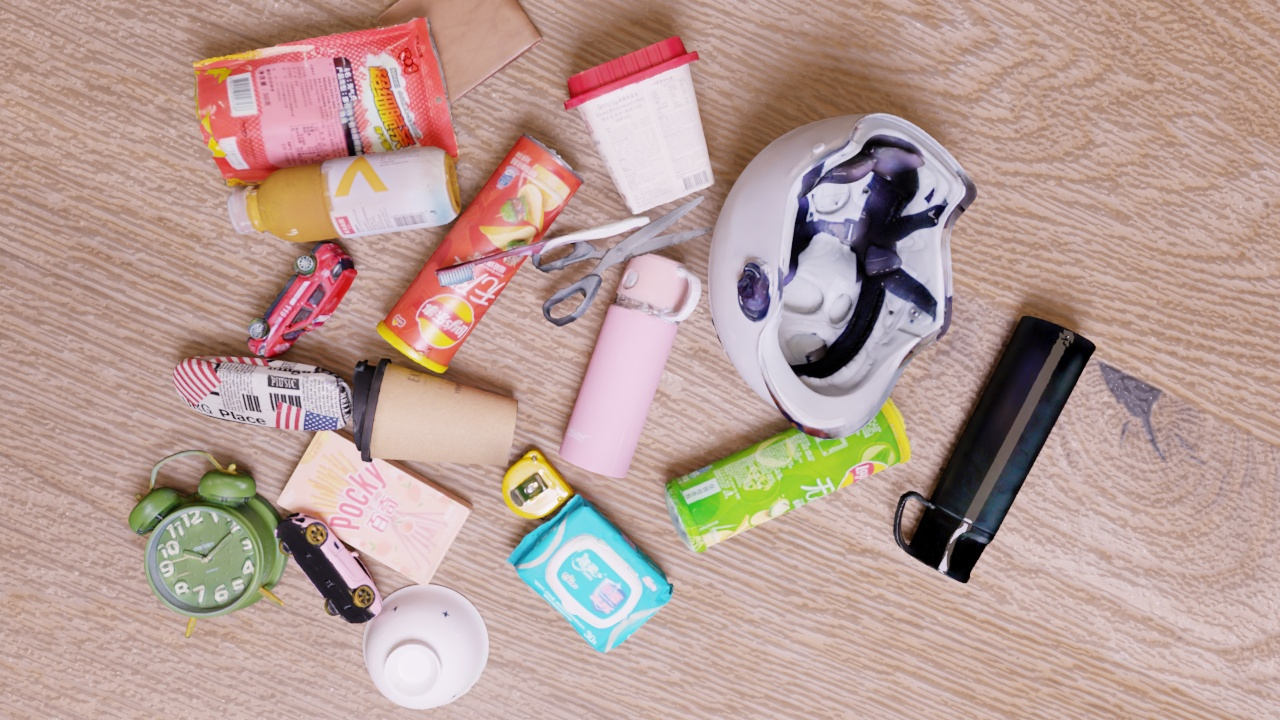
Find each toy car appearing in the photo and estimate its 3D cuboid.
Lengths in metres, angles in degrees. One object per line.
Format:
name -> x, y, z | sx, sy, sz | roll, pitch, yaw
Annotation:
toy car -> -0.280, 0.187, 0.832 | 0.056, 0.037, 0.122 | -24, 105, 34
toy car -> -0.300, -0.050, 0.816 | 0.045, 0.053, 0.120 | 40, 94, 1

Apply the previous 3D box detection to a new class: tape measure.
tape measure -> -0.099, 0.117, 0.844 | 0.057, 0.029, 0.060 | -39, 94, 2

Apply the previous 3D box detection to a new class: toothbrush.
toothbrush -> -0.080, -0.093, 0.774 | 0.187, 0.016, 0.017 | -16, 109, -7

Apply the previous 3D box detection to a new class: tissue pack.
tissue pack -> -0.046, 0.194, 0.840 | 0.133, 0.050, 0.093 | 44, 92, -3

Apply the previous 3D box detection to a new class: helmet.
helmet -> 0.144, -0.079, 0.767 | 0.228, 0.146, 0.259 | -1, 108, -38

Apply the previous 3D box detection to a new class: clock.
clock -> -0.389, 0.159, 0.825 | 0.116, 0.056, 0.161 | -19, 94, -1

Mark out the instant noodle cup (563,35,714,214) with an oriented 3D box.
instant noodle cup -> 0.004, -0.200, 0.791 | 0.116, 0.116, 0.124 | -21, 105, 0

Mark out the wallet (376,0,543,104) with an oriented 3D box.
wallet -> -0.162, -0.297, 0.821 | 0.115, 0.020, 0.101 | -33, 95, 4

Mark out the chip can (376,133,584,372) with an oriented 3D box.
chip can -> -0.139, -0.093, 0.809 | 0.073, 0.073, 0.216 | 38, 91, -4

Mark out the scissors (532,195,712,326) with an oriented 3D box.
scissors -> -0.022, -0.088, 0.800 | 0.165, 0.014, 0.163 | 24, 87, 29

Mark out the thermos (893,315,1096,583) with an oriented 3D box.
thermos -> 0.314, 0.077, 0.832 | 0.090, 0.068, 0.242 | 27, 92, -8

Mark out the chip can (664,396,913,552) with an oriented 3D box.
chip can -> 0.130, 0.101, 0.828 | 0.221, 0.072, 0.072 | -23, 94, 0

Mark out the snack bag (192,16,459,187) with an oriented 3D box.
snack bag -> -0.272, -0.219, 0.800 | 0.208, 0.073, 0.129 | -10, 108, -5

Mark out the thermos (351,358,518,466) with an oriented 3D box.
thermos -> -0.184, 0.052, 0.812 | 0.143, 0.093, 0.093 | 10, 93, -10

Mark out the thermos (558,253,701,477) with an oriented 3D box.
thermos -> -0.005, 0.005, 0.814 | 0.067, 0.087, 0.198 | 18, 95, -43

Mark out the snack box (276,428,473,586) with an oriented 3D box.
snack box -> -0.242, 0.132, 0.843 | 0.157, 0.026, 0.084 | 30, 92, -4

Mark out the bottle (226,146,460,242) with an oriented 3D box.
bottle -> -0.253, -0.139, 0.786 | 0.189, 0.068, 0.068 | -8, 94, -2

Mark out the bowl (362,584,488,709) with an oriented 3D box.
bowl -> -0.201, 0.270, 0.834 | 0.118, 0.064, 0.118 | 0, 93, -1

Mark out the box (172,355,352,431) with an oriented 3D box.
box -> -0.333, 0.026, 0.814 | 0.164, 0.069, 0.051 | 8, 55, 6
